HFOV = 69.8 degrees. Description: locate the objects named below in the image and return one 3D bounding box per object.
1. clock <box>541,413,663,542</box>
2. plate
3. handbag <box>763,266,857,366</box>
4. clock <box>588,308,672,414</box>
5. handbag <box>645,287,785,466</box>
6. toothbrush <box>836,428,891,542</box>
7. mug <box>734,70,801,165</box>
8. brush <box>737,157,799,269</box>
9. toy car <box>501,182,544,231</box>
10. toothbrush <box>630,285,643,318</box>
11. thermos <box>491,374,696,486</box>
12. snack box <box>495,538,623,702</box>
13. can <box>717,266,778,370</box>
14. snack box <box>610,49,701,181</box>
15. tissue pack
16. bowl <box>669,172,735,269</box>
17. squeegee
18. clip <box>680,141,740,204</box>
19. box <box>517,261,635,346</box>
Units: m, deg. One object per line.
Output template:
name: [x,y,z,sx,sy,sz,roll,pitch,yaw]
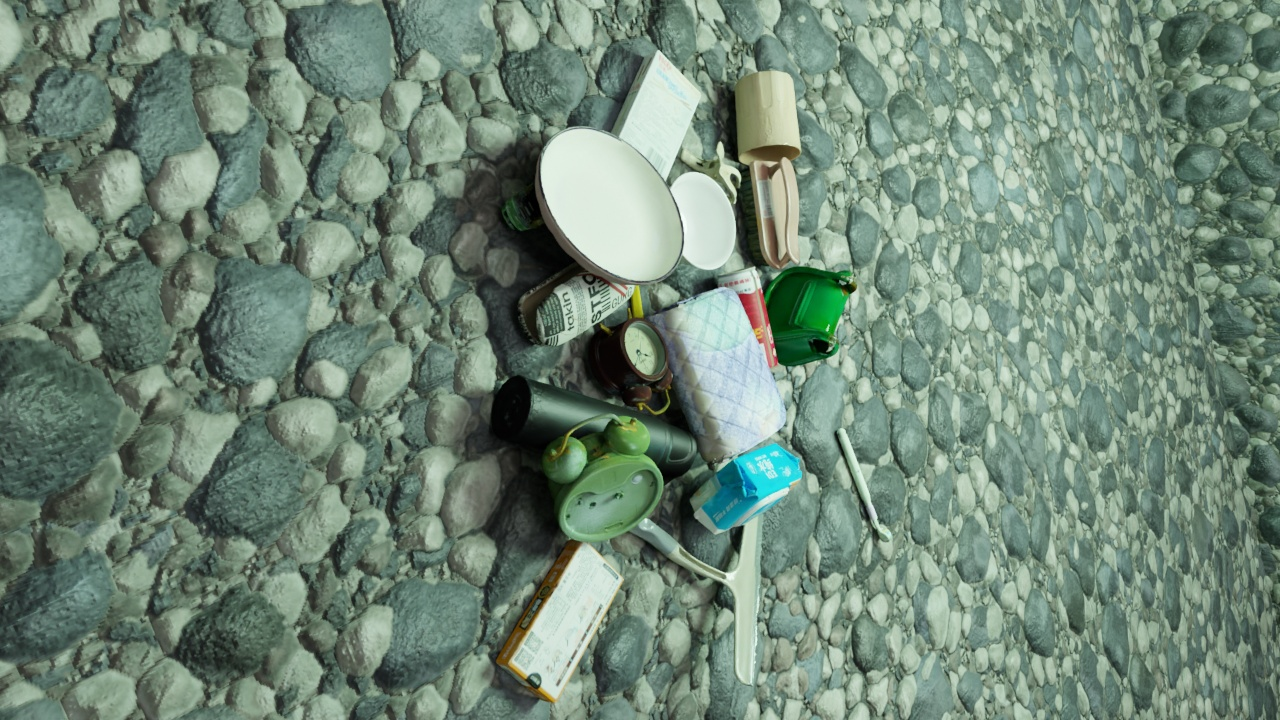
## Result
clock: [-0.041,0.116,0.938,0.116,0.056,0.161,-20,135,-16]
plate: [-0.037,-0.161,0.993,0.192,0.039,0.192,20,55,-32]
handbag: [0.221,-0.062,1.219,0.068,0.120,0.131,48,53,-34]
clock: [-0.006,0.006,1.033,0.081,0.055,0.122,-32,95,-50]
handbag: [0.090,0.016,1.103,0.133,0.076,0.194,-23,91,-49]
toothbrush: [0.328,0.183,1.349,0.020,0.029,0.189,-25,102,0]
mug: [0.178,-0.322,1.253,0.124,0.084,0.103,13,72,-66]
brush: [0.179,-0.195,1.232,0.063,0.073,0.145,-8,91,-44]
toy car: [-0.112,-0.170,0.986,0.091,0.036,0.043,-44,111,-46]
toothbrush: [-0.005,-0.090,1.086,0.015,0.017,0.190,-4,87,-43]
thermos: [-0.046,0.088,0.993,0.242,0.068,0.090,20,93,-39]
snack box: [-0.081,0.269,0.958,0.075,0.026,0.153,50,54,-26]
can: [0.136,-0.050,1.170,0.053,0.053,0.133,-20,99,-42]
snack box: [0.017,-0.295,1.129,0.084,0.027,0.156,37,60,-32]
tissue pack: [0.130,0.154,1.102,0.139,0.090,0.063,-9,57,-54]
bowl: [0.053,-0.163,1.117,0.118,0.065,0.118,8,77,-42]
squeegee: [0.043,0.220,1.071,0.246,0.039,0.245,36,43,-26]
clip: [0.099,-0.243,1.191,0.097,0.060,0.034,39,60,-45]
box: [-0.072,-0.070,1.011,0.163,0.077,0.075,-41,130,-41]
